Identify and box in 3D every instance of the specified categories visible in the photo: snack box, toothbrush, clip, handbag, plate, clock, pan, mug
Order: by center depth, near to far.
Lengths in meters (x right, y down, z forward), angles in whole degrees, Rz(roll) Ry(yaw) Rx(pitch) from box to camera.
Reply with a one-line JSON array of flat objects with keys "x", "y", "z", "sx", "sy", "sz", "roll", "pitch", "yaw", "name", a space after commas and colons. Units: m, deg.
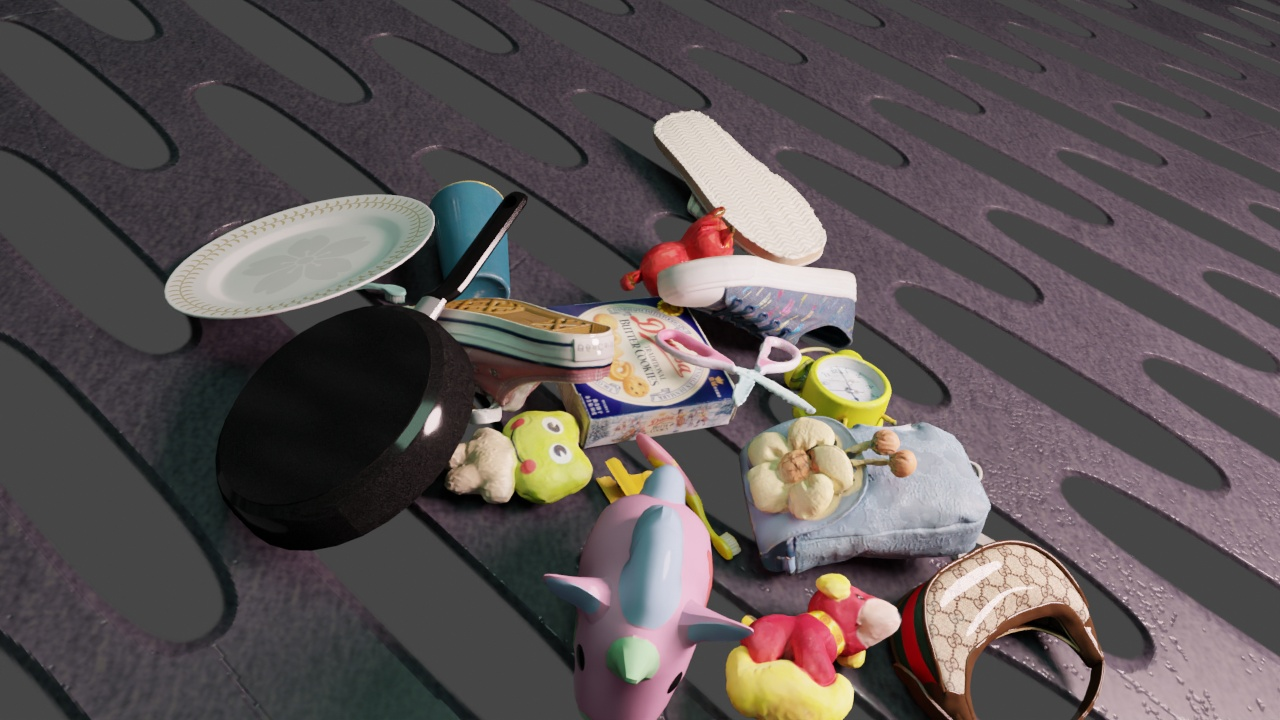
[{"x": 0.267, "y": 0.215, "z": 0.682, "sx": 0.166, "sy": 0.063, "sz": 0.138, "roll": -17, "pitch": 61, "yaw": -27, "name": "handbag"}, {"x": -0.190, "y": -0.018, "z": 0.717, "sx": 0.204, "sy": 0.044, "sz": 0.354, "roll": 12, "pitch": 58, "yaw": 32, "name": "pan"}, {"x": 0.176, "y": 0.099, "z": 0.730, "sx": 0.192, "sy": 0.119, "sz": 0.121, "roll": -3, "pitch": 46, "yaw": -1, "name": "handbag"}, {"x": -0.005, "y": 0.102, "z": 0.750, "sx": 0.048, "sy": 0.045, "sz": 0.054, "roll": -31, "pitch": 54, "yaw": -7, "name": "clip"}, {"x": 0.038, "y": 0.109, "z": 0.759, "sx": 0.016, "sy": 0.021, "sz": 0.135, "roll": -18, "pitch": 56, "yaw": -34, "name": "toothbrush"}, {"x": -0.005, "y": 0.005, "z": 0.838, "sx": 0.144, "sy": 0.043, "sz": 0.144, "roll": -8, "pitch": 47, "yaw": -21, "name": "snack box"}, {"x": -0.306, "y": -0.095, "z": 0.838, "sx": 0.242, "sy": 0.016, "sz": 0.242, "roll": -8, "pitch": 32, "yaw": 5, "name": "plate"}, {"x": 0.181, "y": 0.029, "z": 0.851, "sx": 0.083, "sy": 0.057, "sz": 0.119, "roll": -6, "pitch": 41, "yaw": -19, "name": "clock"}, {"x": -0.288, "y": -0.074, "z": 0.872, "sx": 0.135, "sy": 0.017, "sz": 0.022, "roll": 12, "pitch": 44, "yaw": 2, "name": "toothbrush"}, {"x": -0.163, "y": -0.106, "z": 0.895, "sx": 0.078, "sy": 0.078, "sz": 0.121, "roll": -2, "pitch": 51, "yaw": -16, "name": "mug"}]

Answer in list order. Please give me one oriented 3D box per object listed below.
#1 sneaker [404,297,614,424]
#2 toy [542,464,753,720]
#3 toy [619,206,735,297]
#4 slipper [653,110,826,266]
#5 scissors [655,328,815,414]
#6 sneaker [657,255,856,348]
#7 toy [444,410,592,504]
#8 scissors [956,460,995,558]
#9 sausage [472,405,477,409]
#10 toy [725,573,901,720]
[{"x": -0.121, "y": -0.001, "z": 0.779, "sx": 0.241, "sy": 0.088, "sz": 0.118, "roll": 13, "pitch": 17, "yaw": 38, "name": "sneaker"}, {"x": 0.004, "y": 0.141, "z": 0.607, "sx": 0.120, "sy": 0.171, "sz": 0.221, "roll": 15, "pitch": 44, "yaw": 1, "name": "toy"}, {"x": 0.037, "y": -0.105, "z": 0.926, "sx": 0.132, "sy": 0.094, "sz": 0.088, "roll": -13, "pitch": 50, "yaw": -23, "name": "toy"}, {"x": 0.107, "y": -0.198, "z": 1.066, "sx": 0.114, "sy": 0.054, "sz": 0.272, "roll": -23, "pitch": 59, "yaw": -28, "name": "slipper"}, {"x": 0.097, "y": 0.004, "z": 0.795, "sx": 0.168, "sy": 0.014, "sz": 0.170, "roll": -10, "pitch": 28, "yaw": -41, "name": "scissors"}, {"x": 0.117, "y": -0.049, "z": 0.885, "sx": 0.235, "sy": 0.088, "sz": 0.079, "roll": 2, "pitch": 77, "yaw": -34, "name": "sneaker"}, {"x": -0.101, "y": 0.079, "z": 0.739, "sx": 0.117, "sy": 0.043, "sz": 0.092, "roll": -7, "pitch": 48, "yaw": -18, "name": "toy"}, {"x": 0.256, "y": 0.135, "z": 0.790, "sx": 0.175, "sy": 0.014, "sz": 0.141, "roll": 19, "pitch": 50, "yaw": 11, "name": "scissors"}, {"x": -0.199, "y": 0.017, "z": 0.795, "sx": 0.155, "sy": 0.020, "sz": 0.020, "roll": 28, "pitch": 45, "yaw": 15, "name": "sausage"}, {"x": 0.115, "y": 0.206, "z": 0.651, "sx": 0.106, "sy": 0.067, "sz": 0.137, "roll": 24, "pitch": 42, "yaw": 39, "name": "toy"}]
